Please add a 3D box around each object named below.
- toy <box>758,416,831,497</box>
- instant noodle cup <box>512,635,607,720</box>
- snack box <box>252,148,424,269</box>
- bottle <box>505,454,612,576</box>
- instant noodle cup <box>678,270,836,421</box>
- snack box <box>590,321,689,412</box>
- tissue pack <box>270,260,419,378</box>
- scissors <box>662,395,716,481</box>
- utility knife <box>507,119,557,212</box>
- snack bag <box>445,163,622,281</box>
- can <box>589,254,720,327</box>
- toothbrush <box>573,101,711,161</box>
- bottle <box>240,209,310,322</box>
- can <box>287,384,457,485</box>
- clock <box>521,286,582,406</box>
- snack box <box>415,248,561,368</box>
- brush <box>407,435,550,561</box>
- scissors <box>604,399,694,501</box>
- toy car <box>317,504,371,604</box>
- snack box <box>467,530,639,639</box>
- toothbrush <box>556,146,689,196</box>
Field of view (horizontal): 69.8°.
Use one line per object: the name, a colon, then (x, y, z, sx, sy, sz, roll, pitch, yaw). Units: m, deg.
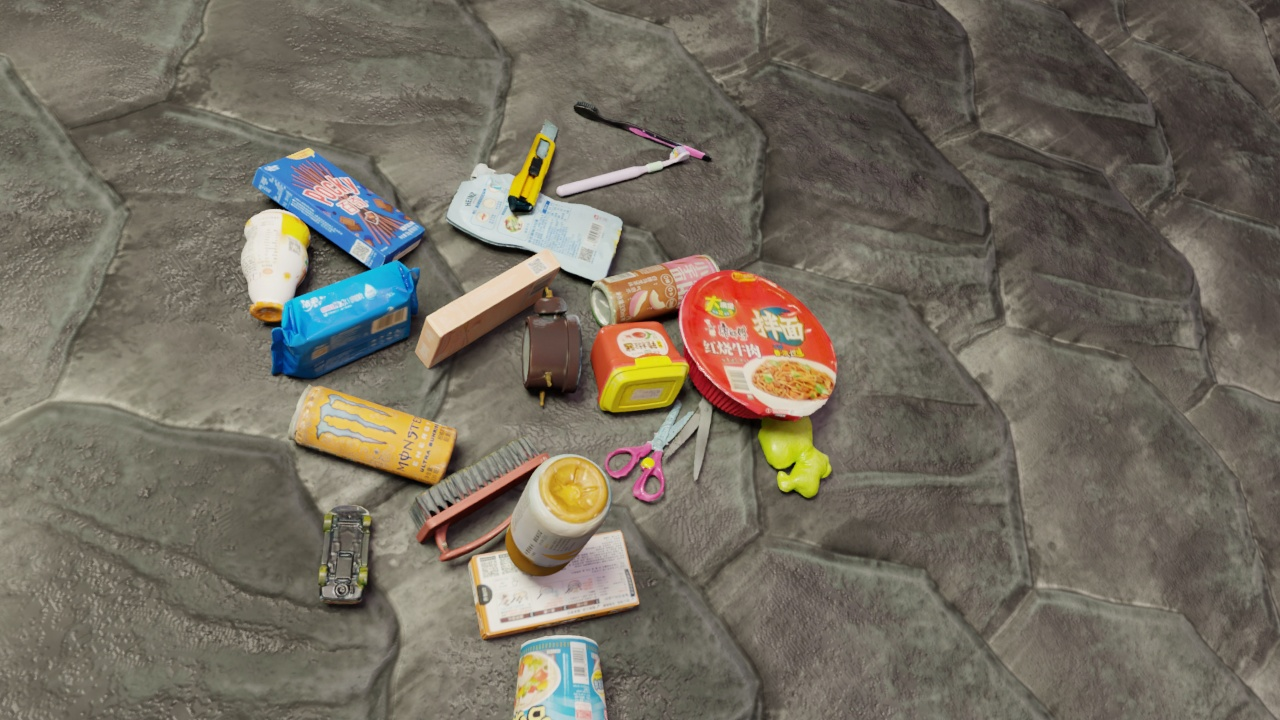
toy: (0.169, 0.099, 1.022, 0.100, 0.031, 0.096, 40, 60, 2)
instant noodle cup: (-0.070, 0.302, 0.799, 0.099, 0.099, 0.109, 8, 55, -17)
snack box: (-0.313, -0.159, 0.959, 0.157, 0.026, 0.084, 35, 32, -1)
bottle: (-0.077, 0.141, 0.784, 0.068, 0.190, 0.068, 8, 61, -14)
instant noodle cup: (0.119, -0.006, 1.017, 0.193, 0.066, 0.193, 15, 50, -18)
snack box: (-0.006, 0.006, 0.982, 0.091, 0.082, 0.080, -6, 53, -24)
tissue pack: (-0.286, -0.039, 0.888, 0.156, 0.095, 0.052, -28, 75, -27)
scissors: (0.074, 0.048, 1.019, 0.159, 0.014, 0.170, -11, 67, -27)
utility knife: (-0.122, -0.231, 1.068, 0.033, 0.015, 0.192, 21, 44, -11)
snack bag: (-0.118, -0.158, 1.043, 0.191, 0.039, 0.110, 19, 58, -8)
can: (0.018, -0.079, 1.041, 0.147, 0.058, 0.058, -17, 71, -26)
toothbrush: (0.004, -0.292, 1.171, 0.189, 0.014, 0.017, 19, 47, -12)
bottle: (-0.361, -0.092, 0.904, 0.063, 0.063, 0.108, 4, 63, -18)
can: (-0.250, 0.071, 0.865, 0.146, 0.058, 0.058, 19, 59, -11)
clock: (-0.094, -0.019, 0.956, 0.055, 0.082, 0.121, 1, 66, -13)
snack box: (-0.157, -0.054, 0.948, 0.156, 0.085, 0.026, -35, 83, -31)
brush: (-0.143, 0.130, 0.874, 0.145, 0.063, 0.069, -30, 81, -31)
scissors: (0.010, 0.085, 0.983, 0.077, 0.017, 0.137, 26, 54, 3)
toy car: (-0.265, 0.173, 0.822, 0.042, 0.035, 0.090, 7, 57, -19)
snack box: (-0.082, 0.212, 0.875, 0.153, 0.026, 0.075, -5, 66, -23)
toothbrush: (-0.021, -0.231, 1.127, 0.188, 0.029, 0.021, -23, 112, -27)
